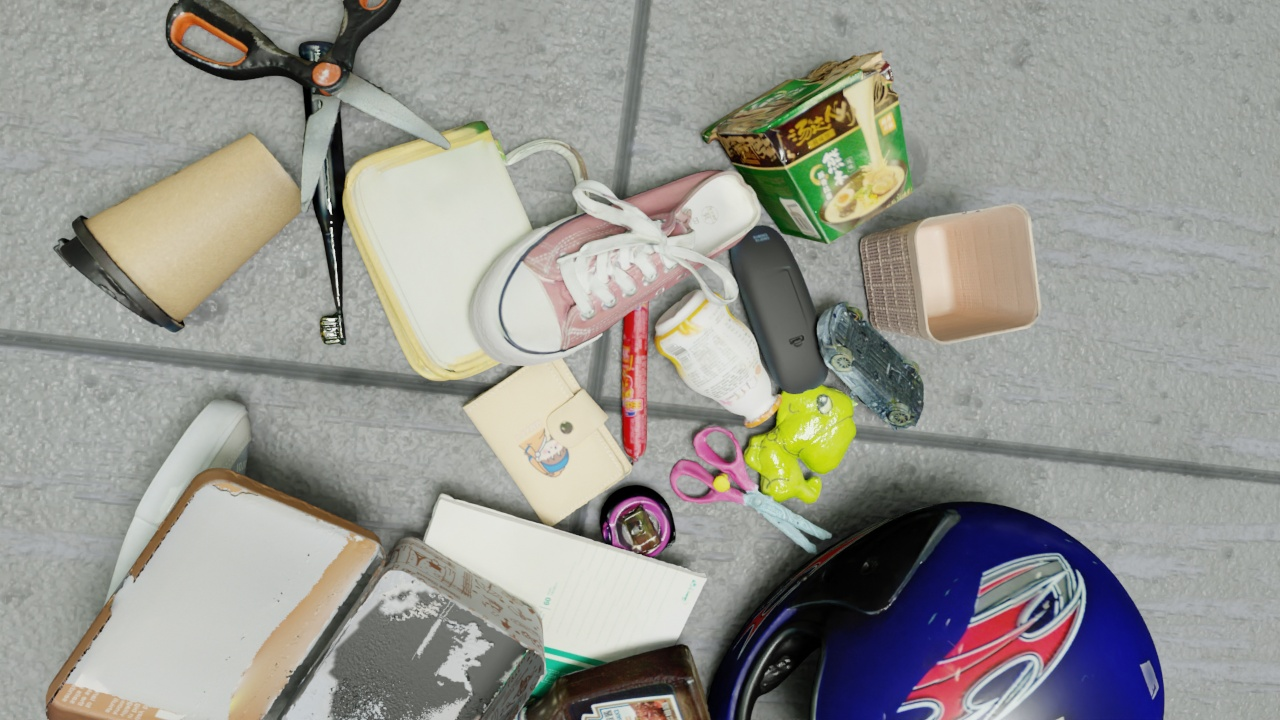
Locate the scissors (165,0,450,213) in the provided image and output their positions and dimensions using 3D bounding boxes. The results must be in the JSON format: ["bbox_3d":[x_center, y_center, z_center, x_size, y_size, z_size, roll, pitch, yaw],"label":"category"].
[{"bbox_3d":[-0.218,-0.206,0.616,0.221,0.022,0.234,13,71,6],"label":"scissors"}]

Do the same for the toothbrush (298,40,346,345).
[{"bbox_3d":[-0.224,-0.117,0.656,0.027,0.026,0.212,-4,95,-22],"label":"toothbrush"}]

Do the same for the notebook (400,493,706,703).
[{"bbox_3d":[-0.073,0.195,0.695,0.209,0.012,0.150,18,107,-11],"label":"notebook"}]

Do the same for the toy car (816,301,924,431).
[{"bbox_3d":[0.179,0.006,0.718,0.120,0.037,0.054,42,51,-23],"label":"toy car"}]

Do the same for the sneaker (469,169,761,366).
[{"bbox_3d":[-0.005,-0.074,0.639,0.240,0.088,0.118,-29,99,-23],"label":"sneaker"}]

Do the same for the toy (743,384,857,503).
[{"bbox_3d":[0.130,0.064,0.730,0.100,0.031,0.097,-27,97,-2],"label":"toy"}]

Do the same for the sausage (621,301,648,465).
[{"bbox_3d":[-0.004,0.004,0.708,0.020,0.020,0.156,0,94,-10],"label":"sausage"}]

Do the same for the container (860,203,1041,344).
[{"bbox_3d":[0.228,-0.064,0.697,0.090,0.111,0.090,-11,96,-9],"label":"container"}]

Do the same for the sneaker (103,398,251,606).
[{"bbox_3d":[-0.304,0.149,0.630,0.090,0.089,0.242,22,91,-13],"label":"sneaker"}]

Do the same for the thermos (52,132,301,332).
[{"bbox_3d":[-0.301,-0.087,0.616,0.143,0.093,0.093,-41,100,-13],"label":"thermos"}]

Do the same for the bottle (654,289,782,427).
[{"bbox_3d":[0.061,0.001,0.696,0.063,0.063,0.108,-41,99,-5],"label":"bottle"}]

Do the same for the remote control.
[{"bbox_3d":[0.109,-0.041,0.710,0.053,0.024,0.136,-19,85,-10],"label":"remote control"}]

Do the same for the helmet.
[{"bbox_3d":[0.209,0.246,0.653,0.315,0.240,0.247,-36,98,-5],"label":"helmet"}]

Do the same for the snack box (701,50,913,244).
[{"bbox_3d":[0.131,-0.150,0.679,0.117,0.118,0.105,-31,109,-7],"label":"snack box"}]

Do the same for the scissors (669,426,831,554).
[{"bbox_3d":[0.093,0.101,0.715,0.137,0.017,0.073,26,101,7],"label":"scissors"}]

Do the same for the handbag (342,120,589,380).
[{"bbox_3d":[-0.110,-0.087,0.669,0.178,0.063,0.163,-26,99,-22],"label":"handbag"}]

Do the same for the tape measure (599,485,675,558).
[{"bbox_3d":[-0.002,0.126,0.706,0.057,0.039,0.058,-29,98,-7],"label":"tape measure"}]

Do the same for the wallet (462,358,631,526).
[{"bbox_3d":[-0.067,0.058,0.696,0.087,0.024,0.115,-34,98,-2],"label":"wallet"}]

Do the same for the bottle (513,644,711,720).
[{"bbox_3d":[-0.048,0.273,0.695,0.195,0.044,0.080,-16,119,1],"label":"bottle"}]

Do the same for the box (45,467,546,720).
[{"bbox_3d":[-0.210,0.195,0.600,0.259,0.110,0.179,34,90,-12],"label":"box"}]
